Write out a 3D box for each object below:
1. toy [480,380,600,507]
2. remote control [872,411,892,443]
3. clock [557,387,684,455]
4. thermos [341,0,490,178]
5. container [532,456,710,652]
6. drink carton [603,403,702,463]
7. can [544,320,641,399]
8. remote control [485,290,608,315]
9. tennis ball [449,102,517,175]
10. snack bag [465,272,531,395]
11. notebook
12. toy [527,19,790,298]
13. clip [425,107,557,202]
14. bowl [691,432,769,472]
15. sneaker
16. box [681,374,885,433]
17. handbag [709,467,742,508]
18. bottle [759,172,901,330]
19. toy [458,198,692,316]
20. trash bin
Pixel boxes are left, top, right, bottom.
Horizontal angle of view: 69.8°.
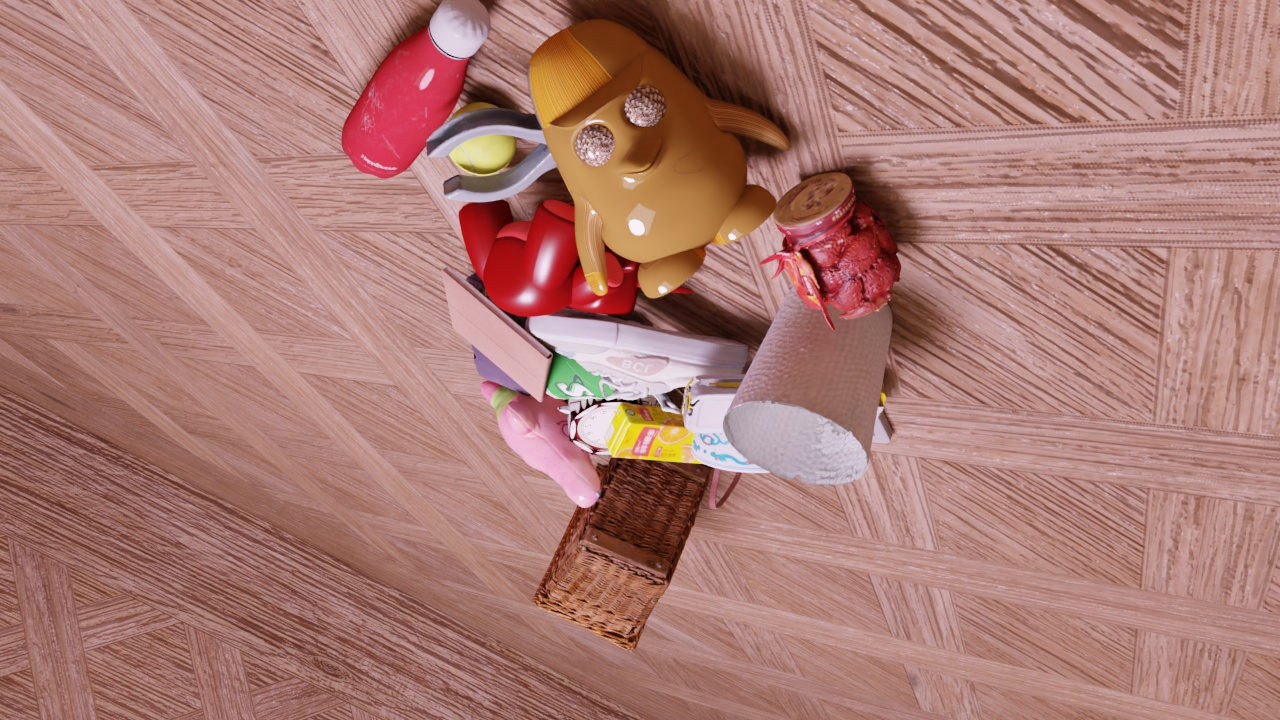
[{"bbox_3d":[-0.122,0.107,1.236,0.236,0.097,0.192,46,-171,37],"label":"toy"},{"bbox_3d":[0.219,0.043,1.005,0.074,0.019,0.151,1,142,36],"label":"remote control"},{"bbox_3d":[-0.019,0.058,1.161,0.155,0.065,0.115,-15,138,9],"label":"clock"},{"bbox_3d":[-0.198,-0.241,0.812,0.073,0.073,0.241,37,148,-19],"label":"thermos"},{"bbox_3d":[-0.014,0.236,1.279,0.162,0.249,0.184,25,141,0],"label":"container"},{"bbox_3d":[0.027,0.089,1.123,0.134,0.043,0.059,7,123,-30],"label":"drink carton"},{"bbox_3d":[-0.052,0.001,1.071,0.140,0.087,0.088,-3,140,39],"label":"can"},{"bbox_3d":[-0.105,-0.076,1.026,0.143,0.049,0.024,21,151,8],"label":"remote control"},{"bbox_3d":[-0.146,-0.203,0.842,0.065,0.065,0.065,19,150,11],"label":"tennis ball"},{"bbox_3d":[-0.164,-0.029,1.137,0.096,0.058,0.206,21,150,9],"label":"snack bag"},{"bbox_3d":[-0.156,-0.022,1.009,0.141,0.008,0.209,40,164,3],"label":"notebook"},{"bbox_3d":[-0.003,-0.169,0.715,0.203,0.199,0.162,52,-175,-19],"label":"toy"},{"bbox_3d":[-0.104,-0.199,0.780,0.167,0.028,0.127,-17,146,2],"label":"clip"},{"bbox_3d":[0.129,0.067,1.032,0.144,0.143,0.074,6,105,30],"label":"bowl"},{"bbox_3d":[-0.006,0.006,0.957,0.242,0.091,0.089,11,-172,-19],"label":"sneaker"},{"bbox_3d":[0.147,0.045,0.941,0.209,0.033,0.064,0,133,-8],"label":"box"},{"bbox_3d":[0.109,0.129,1.122,0.029,0.119,0.055,-10,135,45],"label":"handbag"},{"bbox_3d":[0.159,-0.088,0.768,0.099,0.098,0.111,-4,135,41],"label":"bottle"},{"bbox_3d":[-0.065,-0.096,0.892,0.159,0.120,0.196,8,-179,40],"label":"toy"},{"bbox_3d":[0.165,0.013,0.856,0.133,0.161,0.133,18,150,11],"label":"trash bin"}]
